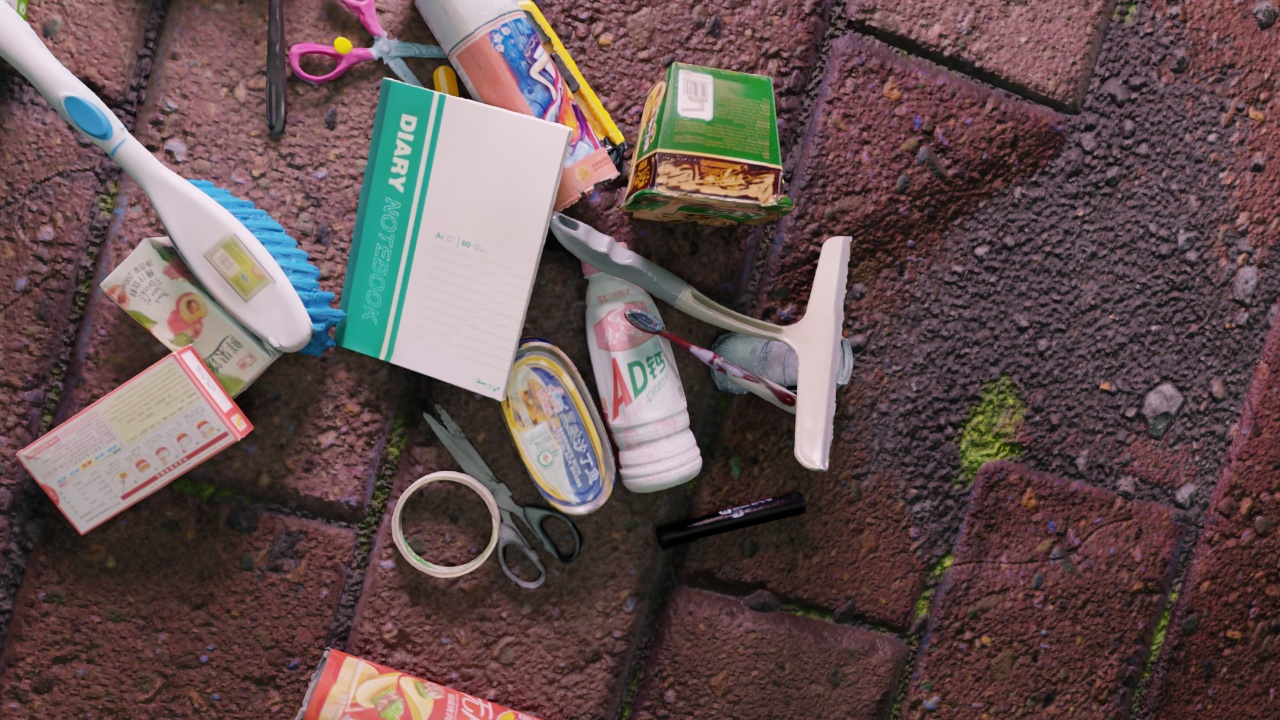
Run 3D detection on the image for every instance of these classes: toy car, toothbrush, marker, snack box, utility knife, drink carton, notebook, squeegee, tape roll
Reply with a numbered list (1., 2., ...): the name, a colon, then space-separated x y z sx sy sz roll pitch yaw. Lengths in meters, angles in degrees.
1. toy car: 0.119 0.001 0.777 0.120 0.037 0.054 -1 97 -7
2. toothbrush: 0.067 0.003 0.730 0.187 0.017 0.016 28 77 -23
3. marker: -0.144 -0.166 0.718 0.018 0.015 0.124 -12 103 -18
4. snack box: 0.048 -0.165 0.707 0.118 0.117 0.105 3 91 -14
5. utility knife: -0.072 -0.236 0.725 0.033 0.015 0.197 -36 101 -5
6. drink carton: -0.329 -0.031 0.683 0.053 0.045 0.122 -44 101 7
7. toothbrush: -0.262 -0.252 0.659 0.015 0.018 0.181 2 117 -18
8. notebook: -0.146 -0.089 0.687 0.150 0.012 0.209 18 103 10
9. marker: 0.079 0.139 0.792 0.132 0.020 0.022 -13 115 -9
10. squeegee: 0.039 -0.051 0.707 0.246 0.039 0.245 23 50 -9
11. tape roll: -0.157 0.132 0.743 0.086 0.014 0.086 0 97 -1
12. snack box: -0.371 0.059 0.673 0.156 0.027 0.077 -29 103 11

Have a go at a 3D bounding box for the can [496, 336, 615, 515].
1. can: -0.069 0.052 0.740 0.074 0.049 0.148 -23 99 -8

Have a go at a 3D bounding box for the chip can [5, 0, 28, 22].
1. chip can: -0.444 -0.335 0.617 0.072 0.072 0.236 7 95 -11

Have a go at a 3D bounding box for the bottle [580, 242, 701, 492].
1. bottle: -0.004 0.004 0.740 0.068 0.068 0.197 -15 95 -9

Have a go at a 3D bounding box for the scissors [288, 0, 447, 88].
1. scissors: -0.200 -0.247 0.701 0.133 0.017 0.124 -3 97 -15

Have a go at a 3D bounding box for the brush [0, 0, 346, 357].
1. brush: -0.333 -0.126 0.643 0.060 0.109 0.314 -39 97 3

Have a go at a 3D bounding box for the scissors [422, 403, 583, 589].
1. scissors: -0.111 0.105 0.759 0.140 0.014 0.173 -2 94 -9

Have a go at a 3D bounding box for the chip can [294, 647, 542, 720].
1. chip can: -0.164 0.299 0.738 0.216 0.073 0.073 23 91 -12

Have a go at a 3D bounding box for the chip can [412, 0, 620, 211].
1. chip can: -0.099 -0.215 0.692 0.071 0.071 0.215 -32 101 -6
